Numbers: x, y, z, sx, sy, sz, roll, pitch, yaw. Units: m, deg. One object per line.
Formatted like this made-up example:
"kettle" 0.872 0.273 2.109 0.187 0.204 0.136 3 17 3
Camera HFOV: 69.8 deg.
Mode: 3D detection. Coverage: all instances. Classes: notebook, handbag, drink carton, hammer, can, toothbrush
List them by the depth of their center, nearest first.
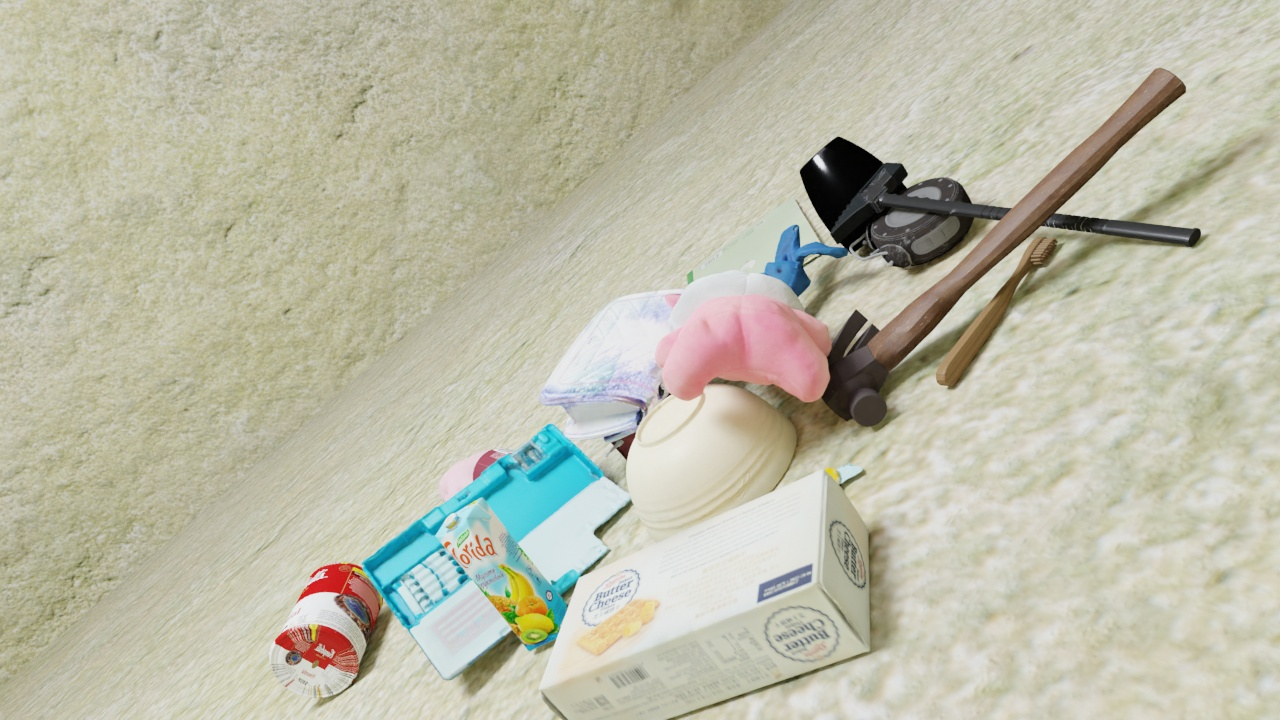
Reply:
"hammer" 0.254 -0.079 0.672 0.324 0.033 0.115 -47 15 17
"toothbrush" 0.264 -0.039 0.677 0.166 0.016 0.016 -46 26 -24
"drink carton" -0.107 0.168 0.724 0.044 0.129 0.038 -31 12 25
"hammer" 0.280 -0.113 0.733 0.095 0.015 0.325 -48 30 -9
"handbag" -0.005 0.005 0.869 0.127 0.069 0.158 -6 37 39
"can" -0.324 0.278 0.957 0.087 0.086 0.116 -36 17 10
"can" -0.135 0.129 0.984 0.063 0.063 0.114 -45 19 -19
"notebook" 0.134 -0.123 1.153 0.182 0.010 0.252 -35 18 14

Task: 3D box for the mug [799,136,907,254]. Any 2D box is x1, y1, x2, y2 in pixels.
"mug" 0.213 -0.171 0.946 0.085 0.100 0.119 -41 -2 -2

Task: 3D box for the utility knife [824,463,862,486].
"utility knife" 0.085 0.115 0.657 0.163 0.017 0.030 -35 23 15

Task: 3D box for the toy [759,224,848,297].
"toy" 0.135 -0.064 0.895 0.176 0.071 0.113 -54 10 -17

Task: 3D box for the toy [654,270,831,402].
"toy" 0.083 -0.025 0.753 0.142 0.084 0.213 0 13 7

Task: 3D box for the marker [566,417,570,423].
"marker" -0.034 0.058 1.018 0.023 0.027 0.133 -6 -10 -43

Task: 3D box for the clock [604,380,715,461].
"clock" 0.018 0.049 0.900 0.137 0.048 0.096 -42 18 -4

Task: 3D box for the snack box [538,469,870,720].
"snack box" 0.040 0.156 0.577 0.208 0.057 0.104 -30 20 27

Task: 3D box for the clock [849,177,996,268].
"clock" 0.256 -0.121 0.844 0.123 0.044 0.091 -37 24 9

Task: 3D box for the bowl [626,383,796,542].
"bowl" 0.044 0.071 0.750 0.151 0.075 0.150 -35 18 12

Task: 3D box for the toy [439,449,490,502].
"toy" -0.203 0.146 1.094 0.099 0.053 0.095 -33 11 5

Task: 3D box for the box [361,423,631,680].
"box" -0.119 0.173 0.839 0.226 0.056 0.185 -37 43 -19
